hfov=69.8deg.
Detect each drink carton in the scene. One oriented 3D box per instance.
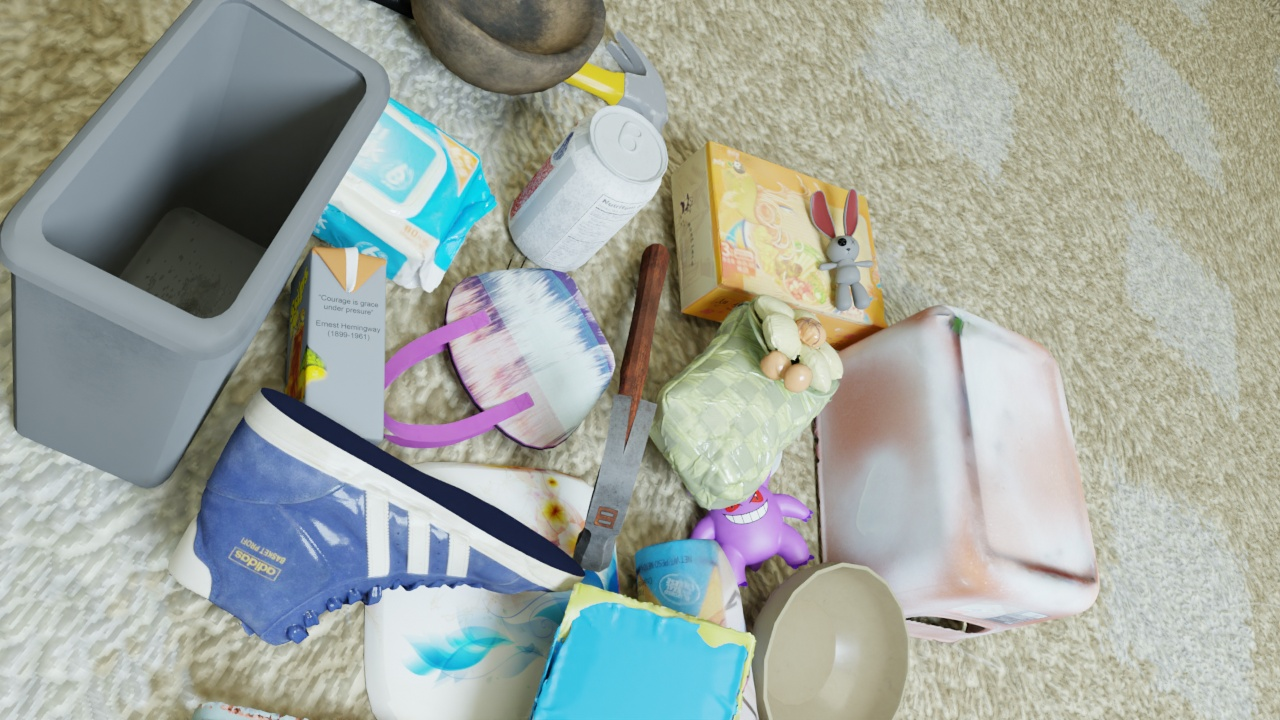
[{"bbox_3d":[-0.198,-0.003,0.594,0.048,0.076,0.124,7,68,-31],"label":"drink carton"}]

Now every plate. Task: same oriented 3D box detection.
[{"bbox_3d":[-0.091,0.158,0.621,0.186,0.016,0.186,8,63,-31],"label":"plate"}]

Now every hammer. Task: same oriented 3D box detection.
[{"bbox_3d":[-0.004,0.004,0.691,0.028,0.111,0.299,14,40,-3],"label":"hammer"},{"bbox_3d":[-0.116,-0.281,0.813,0.323,0.029,0.126,16,59,-26],"label":"hammer"}]

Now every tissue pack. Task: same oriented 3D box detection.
[{"bbox_3d":[-0.208,-0.142,0.660,0.209,0.066,0.116,34,54,-18],"label":"tissue pack"}]

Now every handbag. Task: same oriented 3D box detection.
[{"bbox_3d":[-0.113,0.007,0.658,0.169,0.068,0.144,-25,85,-33],"label":"handbag"},{"bbox_3d":[0.090,0.023,0.704,0.113,0.117,0.185,45,46,1],"label":"handbag"}]

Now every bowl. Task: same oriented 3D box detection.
[{"bbox_3d":[0.135,0.228,0.702,0.152,0.051,0.152,2,87,-33],"label":"bowl"},{"bbox_3d":[-0.115,-0.289,0.755,0.162,0.070,0.162,14,61,-26],"label":"bowl"}]

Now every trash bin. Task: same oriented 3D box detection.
[{"bbox_3d":[-0.241,-0.054,0.491,0.097,0.220,0.191,30,54,-19],"label":"trash bin"},{"bbox_3d":[0.273,0.097,0.806,0.181,0.158,0.259,18,58,-26],"label":"trash bin"}]

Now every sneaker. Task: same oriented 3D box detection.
[{"bbox_3d":[-0.152,0.125,0.538,0.233,0.091,0.118,36,86,-32],"label":"sneaker"}]

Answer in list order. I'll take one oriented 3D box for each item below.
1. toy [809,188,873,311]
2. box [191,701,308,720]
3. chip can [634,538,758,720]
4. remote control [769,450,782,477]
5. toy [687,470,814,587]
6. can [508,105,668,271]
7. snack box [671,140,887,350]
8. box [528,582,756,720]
[{"bbox_3d":[0.180,-0.097,0.813,0.049,0.030,0.111,-5,74,-7],"label":"toy"},{"bbox_3d":[-0.163,0.237,0.518,0.186,0.060,0.057,21,18,-24],"label":"box"},{"bbox_3d":[0.043,0.243,0.634,0.079,0.080,0.229,9,63,-31],"label":"chip can"},{"bbox_3d":[0.069,0.057,0.770,0.114,0.028,0.060,36,50,-11],"label":"remote control"},{"bbox_3d":[0.083,0.129,0.728,0.106,0.056,0.088,-17,79,-8],"label":"toy"},{"bbox_3d":[-0.043,-0.131,0.716,0.078,0.136,0.078,15,60,-28],"label":"can"},{"bbox_3d":[0.123,-0.096,0.847,0.195,0.081,0.145,11,63,-31],"label":"snack box"},{"bbox_3d":[-0.017,0.253,0.535,0.124,0.082,0.220,15,64,3],"label":"box"}]
